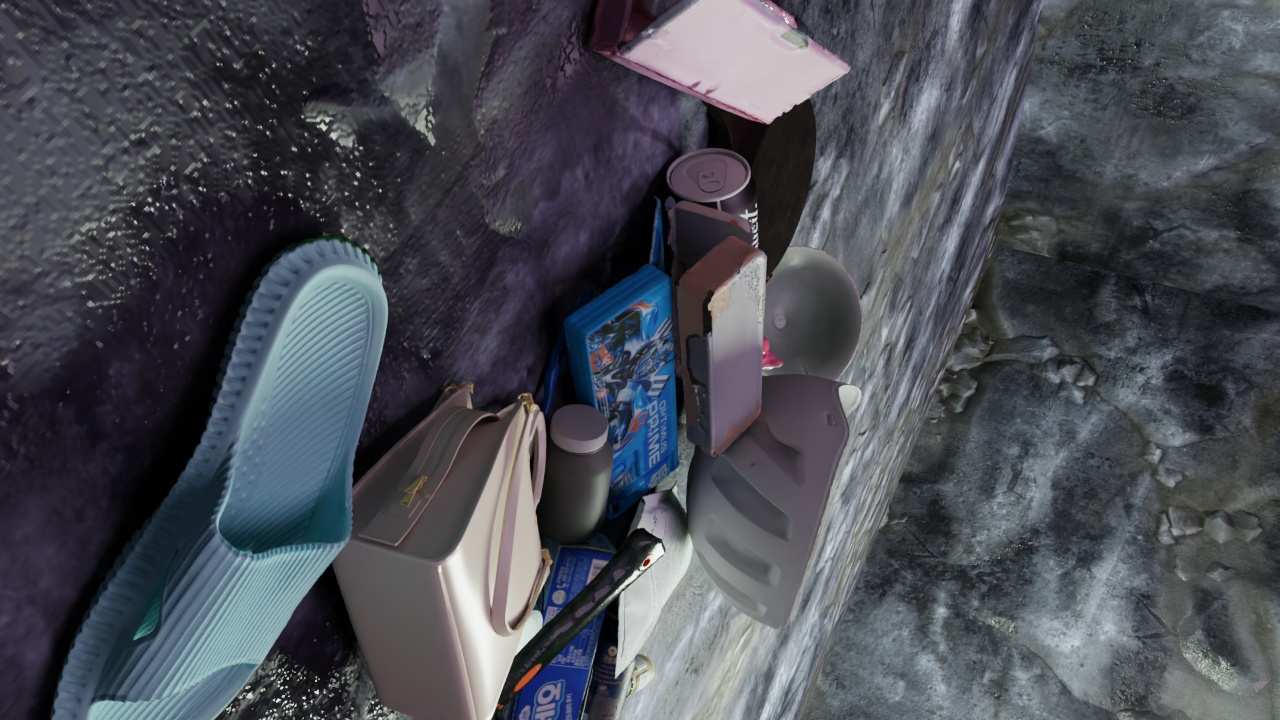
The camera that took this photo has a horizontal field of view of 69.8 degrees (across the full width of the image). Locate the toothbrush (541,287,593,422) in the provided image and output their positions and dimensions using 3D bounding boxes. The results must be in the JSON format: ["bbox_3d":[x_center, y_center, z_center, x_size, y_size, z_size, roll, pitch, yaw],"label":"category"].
[{"bbox_3d":[-0.064,0.004,0.702,0.132,0.016,0.021,-70,157,-9],"label":"toothbrush"}]

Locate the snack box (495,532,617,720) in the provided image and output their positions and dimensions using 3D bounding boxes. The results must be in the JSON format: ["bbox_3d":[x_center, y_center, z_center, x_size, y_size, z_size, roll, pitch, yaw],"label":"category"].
[{"bbox_3d":[-0.076,0.256,0.777,0.059,0.059,0.226,-152,-105,-70],"label":"snack box"}]

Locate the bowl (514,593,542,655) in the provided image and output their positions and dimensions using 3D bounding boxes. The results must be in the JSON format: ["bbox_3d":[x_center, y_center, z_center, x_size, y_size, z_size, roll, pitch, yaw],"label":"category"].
[{"bbox_3d":[-0.110,0.210,0.715,0.120,0.046,0.121,-46,146,-44],"label":"bowl"}]

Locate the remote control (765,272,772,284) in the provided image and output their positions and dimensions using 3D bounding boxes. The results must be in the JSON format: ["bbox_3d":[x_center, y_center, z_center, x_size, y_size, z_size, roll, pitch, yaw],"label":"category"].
[{"bbox_3d":[0.101,-0.051,0.993,0.140,0.021,0.046,-49,174,-34],"label":"remote control"}]

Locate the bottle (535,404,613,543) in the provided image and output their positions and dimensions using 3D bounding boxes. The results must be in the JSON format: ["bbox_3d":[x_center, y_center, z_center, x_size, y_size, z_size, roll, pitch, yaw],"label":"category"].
[{"bbox_3d":[-0.053,0.089,0.721,0.060,0.060,0.109,-43,151,-47],"label":"bottle"}]

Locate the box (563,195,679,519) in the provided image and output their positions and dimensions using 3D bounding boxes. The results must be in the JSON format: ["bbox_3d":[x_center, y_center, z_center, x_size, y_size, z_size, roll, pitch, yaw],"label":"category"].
[{"bbox_3d":[0.009,0.009,0.785,0.244,0.064,0.173,85,29,-48],"label":"box"}]

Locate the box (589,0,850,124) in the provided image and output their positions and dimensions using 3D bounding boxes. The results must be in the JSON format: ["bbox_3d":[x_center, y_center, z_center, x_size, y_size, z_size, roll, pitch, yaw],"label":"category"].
[{"bbox_3d":[0.074,-0.235,0.674,0.232,0.099,0.099,1,105,-56],"label":"box"}]

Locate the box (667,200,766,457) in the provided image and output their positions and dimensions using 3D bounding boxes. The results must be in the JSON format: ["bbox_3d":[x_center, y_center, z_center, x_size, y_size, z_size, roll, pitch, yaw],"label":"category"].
[{"bbox_3d":[0.058,-0.015,0.773,0.217,0.095,0.107,84,22,-49],"label":"box"}]

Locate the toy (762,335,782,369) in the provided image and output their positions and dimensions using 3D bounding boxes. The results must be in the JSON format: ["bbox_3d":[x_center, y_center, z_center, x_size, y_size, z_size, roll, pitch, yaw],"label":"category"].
[{"bbox_3d":[0.116,-0.013,1.017,0.065,0.050,0.102,-46,141,-20],"label":"toy"}]

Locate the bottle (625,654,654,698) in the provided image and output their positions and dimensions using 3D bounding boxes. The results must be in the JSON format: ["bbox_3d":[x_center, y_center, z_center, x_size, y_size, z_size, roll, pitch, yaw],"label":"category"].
[{"bbox_3d":[-0.018,0.357,1.033,0.110,0.043,0.042,18,91,-68],"label":"bottle"}]

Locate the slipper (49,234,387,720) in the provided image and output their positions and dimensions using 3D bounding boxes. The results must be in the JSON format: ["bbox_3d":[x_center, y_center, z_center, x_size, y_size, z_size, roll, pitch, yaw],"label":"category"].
[{"bbox_3d":[-0.179,0.073,0.441,0.276,0.069,0.116,-69,159,-5],"label":"slipper"}]

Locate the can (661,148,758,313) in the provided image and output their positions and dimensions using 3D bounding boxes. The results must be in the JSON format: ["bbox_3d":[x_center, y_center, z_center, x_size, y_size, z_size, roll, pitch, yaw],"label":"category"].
[{"bbox_3d":[0.064,-0.106,0.811,0.080,0.080,0.146,-54,151,-33],"label":"can"}]

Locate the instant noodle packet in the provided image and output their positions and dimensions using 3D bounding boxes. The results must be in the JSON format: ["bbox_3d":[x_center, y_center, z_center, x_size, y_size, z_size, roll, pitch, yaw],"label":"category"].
[{"bbox_3d":[0.008,0.191,0.873,0.269,0.057,0.147,15,81,-79],"label":"instant noodle packet"}]

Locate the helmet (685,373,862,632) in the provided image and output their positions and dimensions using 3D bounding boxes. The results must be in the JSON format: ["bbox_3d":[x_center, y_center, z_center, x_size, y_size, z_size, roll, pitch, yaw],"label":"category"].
[{"bbox_3d":[0.138,0.135,0.915,0.281,0.184,0.225,-89,-176,-57],"label":"helmet"}]

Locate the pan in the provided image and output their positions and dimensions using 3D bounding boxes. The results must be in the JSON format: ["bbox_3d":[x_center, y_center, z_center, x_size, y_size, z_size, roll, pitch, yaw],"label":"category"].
[{"bbox_3d":[0.105,-0.197,0.877,0.248,0.043,0.356,-66,156,-11],"label":"pan"}]

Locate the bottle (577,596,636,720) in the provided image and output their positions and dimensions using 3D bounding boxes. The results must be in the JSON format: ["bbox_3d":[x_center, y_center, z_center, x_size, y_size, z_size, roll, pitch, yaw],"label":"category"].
[{"bbox_3d":[-0.035,0.314,0.944,0.056,0.056,0.161,-5,112,-64],"label":"bottle"}]

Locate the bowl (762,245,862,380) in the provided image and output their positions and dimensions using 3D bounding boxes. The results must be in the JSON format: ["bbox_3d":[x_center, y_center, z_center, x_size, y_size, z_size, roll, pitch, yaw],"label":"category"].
[{"bbox_3d":[0.179,-0.048,1.107,0.174,0.068,0.174,0,91,-25],"label":"bowl"}]

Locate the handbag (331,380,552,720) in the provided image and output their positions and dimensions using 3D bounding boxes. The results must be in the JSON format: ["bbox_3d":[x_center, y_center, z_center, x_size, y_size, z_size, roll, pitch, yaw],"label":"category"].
[{"bbox_3d":[-0.107,0.108,0.608,0.197,0.101,0.195,-62,158,-47],"label":"handbag"}]

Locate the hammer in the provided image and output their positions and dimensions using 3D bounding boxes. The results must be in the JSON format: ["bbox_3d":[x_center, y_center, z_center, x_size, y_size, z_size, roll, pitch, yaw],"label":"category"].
[{"bbox_3d":[-0.103,0.244,0.670,0.332,0.033,0.133,-42,147,-18],"label":"hammer"}]
